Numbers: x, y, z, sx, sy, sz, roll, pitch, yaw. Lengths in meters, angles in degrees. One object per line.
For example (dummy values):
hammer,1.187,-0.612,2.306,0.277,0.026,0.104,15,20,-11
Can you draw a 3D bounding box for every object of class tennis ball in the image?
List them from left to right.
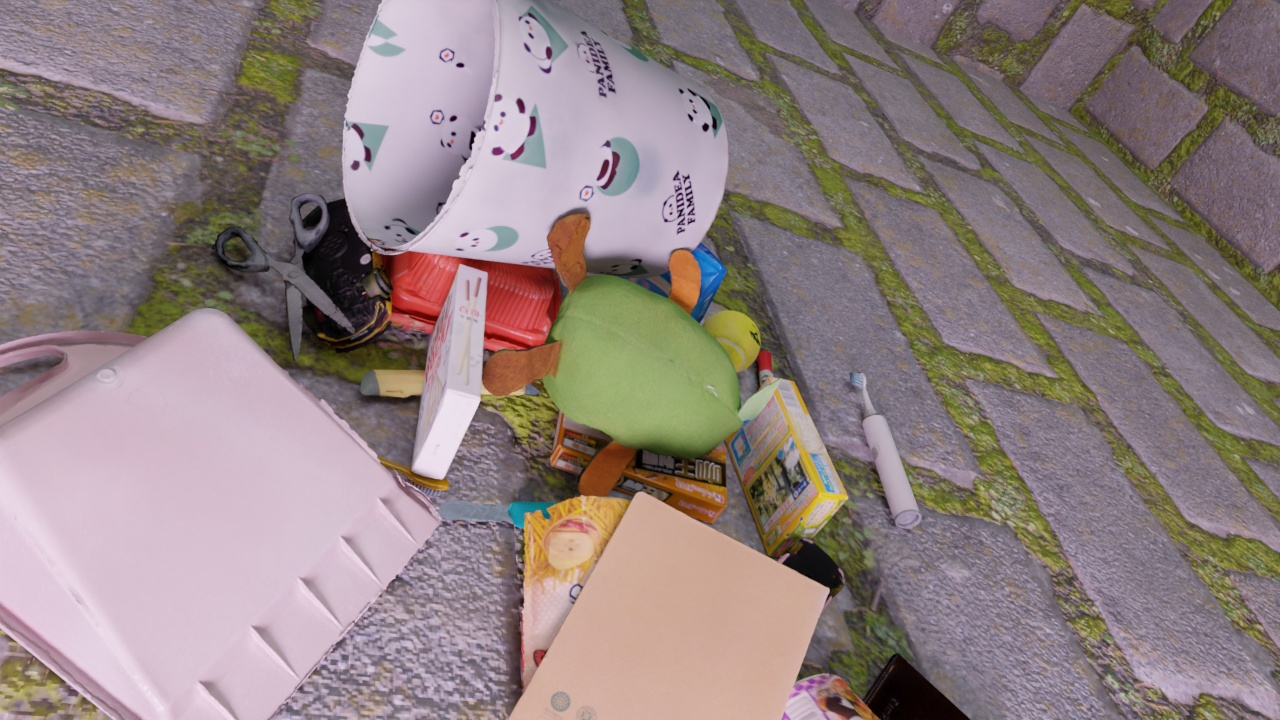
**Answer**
tennis ball,0.090,-0.019,0.941,0.065,0.066,0.065,20,36,-15

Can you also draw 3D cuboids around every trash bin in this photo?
trash bin,-0.078,-0.176,0.753,0.251,0.230,0.229,9,39,-42

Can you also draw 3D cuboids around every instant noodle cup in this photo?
instant noodle cup,-0.146,-0.086,0.840,0.188,0.079,0.164,17,40,-26
instant noodle cup,0.121,0.263,0.580,0.111,0.112,0.099,2,34,-35

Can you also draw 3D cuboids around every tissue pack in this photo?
tissue pack,0.025,-0.076,0.904,0.095,0.157,0.052,37,65,6

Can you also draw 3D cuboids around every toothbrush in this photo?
toothbrush,-0.228,0.061,0.650,0.191,0.018,0.016,21,33,-10
toothbrush,0.253,0.084,0.966,0.026,0.027,0.220,14,37,-14

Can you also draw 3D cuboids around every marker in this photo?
marker,0.132,0.039,0.943,0.017,0.017,0.145,22,35,-13

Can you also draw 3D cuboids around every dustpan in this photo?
dustpan,-0.294,0.086,0.562,0.273,0.139,0.221,56,36,-11

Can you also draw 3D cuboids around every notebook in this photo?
notebook,0.019,0.193,0.569,0.148,0.008,0.207,26,52,8

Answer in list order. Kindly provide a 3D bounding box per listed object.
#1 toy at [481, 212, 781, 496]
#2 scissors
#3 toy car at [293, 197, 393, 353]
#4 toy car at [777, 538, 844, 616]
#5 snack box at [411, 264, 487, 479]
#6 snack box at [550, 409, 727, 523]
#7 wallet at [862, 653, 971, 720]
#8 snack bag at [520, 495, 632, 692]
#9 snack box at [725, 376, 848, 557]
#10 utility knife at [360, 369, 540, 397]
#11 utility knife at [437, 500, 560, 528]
toy,-0.004,0.004,0.731,0.246,0.090,0.226,33,74,-32
scissors,-0.279,-0.073,0.732,0.159,0.014,0.174,7,56,14
toy car,-0.245,-0.076,0.762,0.155,0.071,0.041,65,4,36
toy car,0.117,0.187,0.723,0.056,0.037,0.122,46,40,13
snack box,-0.142,0.005,0.693,0.027,0.085,0.156,16,35,-20
snack box,0.001,0.081,0.782,0.153,0.026,0.075,21,37,-13
wallet,0.222,0.291,0.691,0.122,0.020,0.096,40,36,18
snack bag,-0.021,0.194,0.603,0.128,0.073,0.207,13,45,-24
snack box,0.124,0.092,0.807,0.033,0.087,0.140,12,38,-24
utility knife,-0.153,0.019,0.755,0.164,0.018,0.031,-1,50,-36
utility knife,-0.057,0.120,0.702,0.205,0.013,0.029,8,40,-29
